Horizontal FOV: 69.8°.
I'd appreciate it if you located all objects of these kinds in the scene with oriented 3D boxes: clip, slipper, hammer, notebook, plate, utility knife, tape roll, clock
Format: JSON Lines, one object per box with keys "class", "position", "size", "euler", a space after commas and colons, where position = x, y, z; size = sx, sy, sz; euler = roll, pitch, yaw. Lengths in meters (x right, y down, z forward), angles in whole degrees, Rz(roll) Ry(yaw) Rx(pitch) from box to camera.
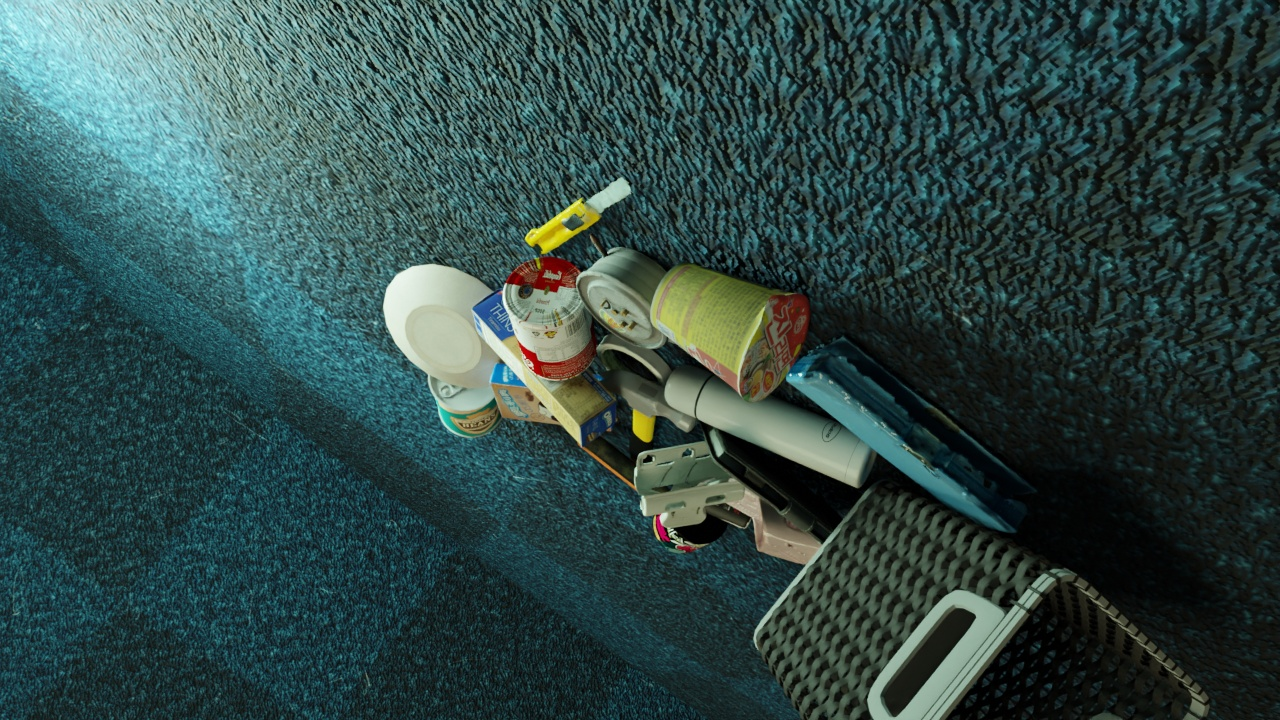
{"class": "clip", "position": [0.058, 0.163, 1.094], "size": [0.126, 0.099, 0.152], "euler": [-7, 130, -10]}
{"class": "slipper", "position": [0.165, 0.206, 1.147], "size": [0.239, 0.064, 0.094], "euler": [28, 156, 18]}
{"class": "hammer", "position": [0.003, 0.092, 1.154], "size": [0.127, 0.029, 0.324], "euler": [30, 160, 10]}
{"class": "notebook", "position": [0.154, 0.139, 0.992], "size": [0.209, 0.029, 0.169], "euler": [36, -172, -9]}
{"class": "plate", "position": [-0.245, -0.034, 1.165], "size": [0.189, 0.027, 0.189], "euler": [10, 129, 13]}
{"class": "utility knife", "position": [-0.062, -0.134, 0.860], "size": [0.030, 0.019, 0.218], "euler": [33, 155, -20]}
{"class": "tape roll", "position": [-0.006, 0.006, 1.045], "size": [0.094, 0.018, 0.094], "euler": [28, 156, 13]}
{"class": "clock", "position": [0.002, -0.052, 0.879], "size": [0.148, 0.056, 0.104], "euler": [32, 157, 10]}
{"class": "hammer", "position": [-0.057, 0.123, 1.249], "size": [0.314, 0.035, 0.138], "euler": [35, 161, 22]}

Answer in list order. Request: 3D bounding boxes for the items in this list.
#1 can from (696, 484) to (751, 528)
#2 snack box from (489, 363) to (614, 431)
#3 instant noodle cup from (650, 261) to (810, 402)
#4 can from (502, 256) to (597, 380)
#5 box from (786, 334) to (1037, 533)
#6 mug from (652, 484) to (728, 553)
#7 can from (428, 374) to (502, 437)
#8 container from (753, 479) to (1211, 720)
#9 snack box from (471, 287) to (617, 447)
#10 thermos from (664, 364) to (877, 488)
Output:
{"class": "can", "position": [0.108, 0.194, 1.221], "size": [0.080, 0.031, 0.032], "euler": [25, 157, -5]}
{"class": "snack box", "position": [-0.110, 0.047, 1.173], "size": [0.151, 0.034, 0.087], "euler": [7, 147, 9]}
{"class": "instant noodle cup", "position": [0.072, -0.032, 0.791], "size": [0.112, 0.100, 0.100], "euler": [29, 157, 31]}
{"class": "can", "position": [-0.094, -0.043, 0.980], "size": [0.087, 0.086, 0.116], "euler": [27, 156, 17]}
{"class": "box", "position": [0.242, 0.065, 0.824], "size": [0.231, 0.054, 0.093], "euler": [37, 173, -6]}
{"class": "mug", "position": [0.060, 0.205, 1.278], "size": [0.118, 0.081, 0.098], "euler": [60, 158, 10]}
{"class": "can", "position": [-0.245, 0.044, 1.310], "size": [0.099, 0.099, 0.144], "euler": [32, 160, 5]}
{"class": "container", "position": [0.286, 0.285, 0.835], "size": [0.245, 0.247, 0.243], "euler": [39, 180, -23]}
{"class": "snack box", "position": [-0.111, 0.004, 1.057], "size": [0.207, 0.057, 0.056], "euler": [45, 158, 23]}
{"class": "thermos", "position": [0.128, 0.062, 0.935], "size": [0.224, 0.052, 0.052], "euler": [22, 154, 25]}
